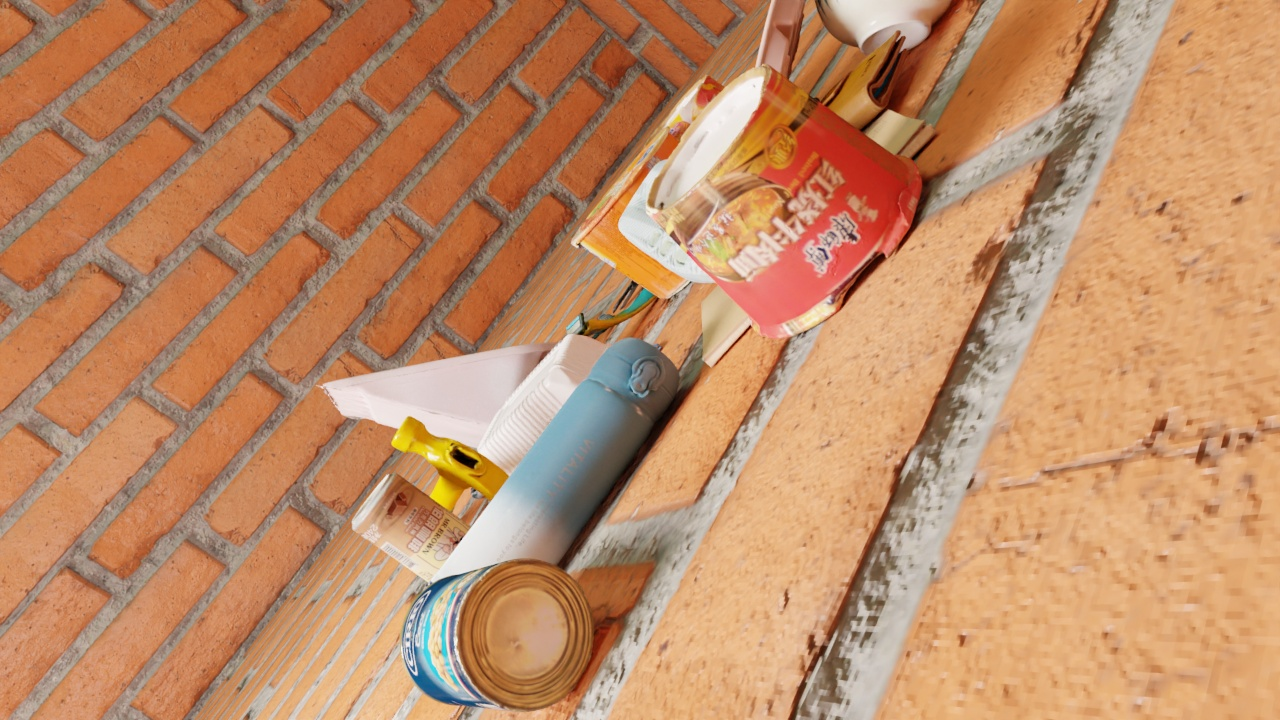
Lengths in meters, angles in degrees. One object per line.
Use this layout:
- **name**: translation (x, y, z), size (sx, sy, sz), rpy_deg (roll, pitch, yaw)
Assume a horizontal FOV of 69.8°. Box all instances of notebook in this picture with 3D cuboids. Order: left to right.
- **notebook**: translation (0.117, -0.097, 0.672), size (0.212, 0.012, 0.149), rpy_deg (-47, 11, 17)

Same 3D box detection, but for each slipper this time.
- **slipper**: translation (0.054, -0.109, 0.739), size (0.104, 0.074, 0.245), rpy_deg (-58, 26, 0)

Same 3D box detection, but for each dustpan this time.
- **dustpan**: translation (-0.221, 0.019, 1.095), size (0.223, 0.273, 0.138), rpy_deg (144, 141, -72)

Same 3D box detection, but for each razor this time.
- **razor**: translation (-0.017, -0.057, 0.959), size (0.132, 0.028, 0.043), rpy_deg (-31, -6, -30)

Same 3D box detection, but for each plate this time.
- **plate**: translation (0.117, -0.239, 0.828), size (0.229, 0.028, 0.229), rpy_deg (16, -92, -85)

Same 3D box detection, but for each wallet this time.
- **wallet**: translation (0.164, -0.201, 0.755), size (0.131, 0.035, 0.118), rpy_deg (-40, 18, 51)

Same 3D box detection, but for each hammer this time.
- **hammer**: translation (-0.196, 0.141, 0.908), size (0.032, 0.129, 0.302), rpy_deg (-63, 7, -30)

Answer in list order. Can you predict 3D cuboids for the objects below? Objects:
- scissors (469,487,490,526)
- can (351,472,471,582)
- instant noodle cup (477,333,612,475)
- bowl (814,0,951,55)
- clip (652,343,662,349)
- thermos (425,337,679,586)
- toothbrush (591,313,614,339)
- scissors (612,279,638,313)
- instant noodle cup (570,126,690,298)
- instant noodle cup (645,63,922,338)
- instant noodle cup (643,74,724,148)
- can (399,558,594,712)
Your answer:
- **scissors**: translation (-0.165, 0.140, 1.006), size (0.160, 0.014, 0.180), rpy_deg (-33, 22, 56)
- **can**: translation (-0.182, 0.150, 0.779), size (0.058, 0.116, 0.058), rpy_deg (-49, 12, 14)
- **instant noodle cup**: translation (-0.095, 0.048, 0.911), size (0.174, 0.060, 0.137), rpy_deg (-47, 12, 25)
- **bowl**: translation (0.206, -0.296, 0.763), size (0.117, 0.116, 0.066), rpy_deg (154, 108, -65)
- **clip**: translation (-0.005, 0.004, 0.805), size (0.056, 0.027, 0.024), rpy_deg (-44, 11, -17)
- **thermos**: translation (-0.054, 0.082, 0.633), size (0.220, 0.070, 0.070), rpy_deg (-54, 12, -14)
- **toothbrush**: translation (-0.085, -0.001, 1.044), size (0.191, 0.018, 0.016), rpy_deg (-46, -25, -38)
- **scissors**: translation (0.023, -0.135, 1.085), size (0.171, 0.019, 0.180), rpy_deg (-59, -3, 40)
- **instant noodle cup**: translation (0.019, -0.141, 0.923), size (0.151, 0.111, 0.151), rpy_deg (-49, 11, 13)
- **instant noodle cup**: translation (0.077, -0.099, 0.547), size (0.138, 0.108, 0.137), rpy_deg (-47, 19, 22)
- **instant noodle cup**: translation (0.077, -0.238, 1.013), size (0.138, 0.110, 0.138), rpy_deg (-48, 13, 15)
- **can**: translation (-0.080, 0.149, 0.498), size (0.075, 0.075, 0.111), rpy_deg (-58, 14, -30)
